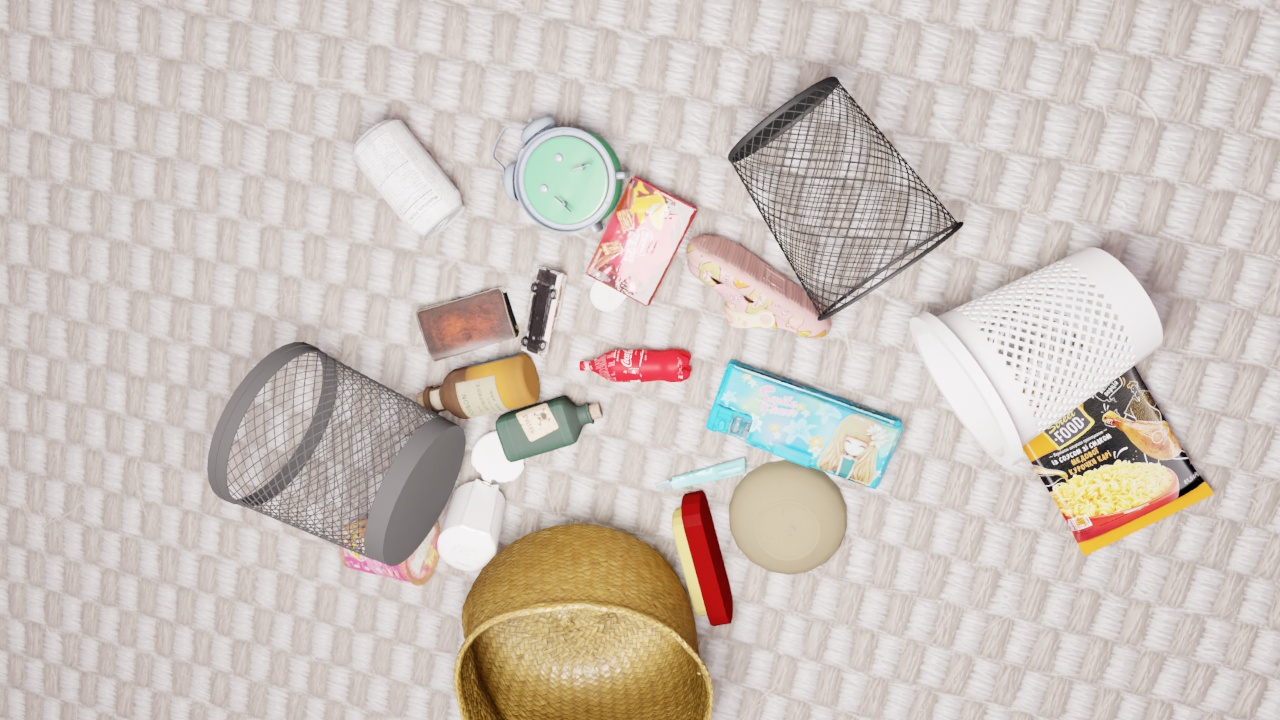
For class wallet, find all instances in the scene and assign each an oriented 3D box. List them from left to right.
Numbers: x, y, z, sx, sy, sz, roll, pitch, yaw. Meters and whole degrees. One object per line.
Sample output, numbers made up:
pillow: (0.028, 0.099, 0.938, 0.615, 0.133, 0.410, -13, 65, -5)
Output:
wallet: (-0.225, -0.047, 1.190, 0.123, 0.019, 0.072, -15, 100, 12)

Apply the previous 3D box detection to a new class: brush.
brush: (0.078, 0.255, 1.177, 0.042, 0.082, 0.173, -13, 100, 12)

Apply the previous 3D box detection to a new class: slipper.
slipper: (0.131, -0.072, 1.094, 0.197, 0.093, 0.082, 32, 116, 0)

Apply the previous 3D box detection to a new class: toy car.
toy car: (-0.120, -0.062, 1.161, 0.039, 0.039, 0.113, 21, 108, 28)

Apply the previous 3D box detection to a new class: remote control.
remote control: (-0.014, -0.119, 1.142, 0.043, 0.013, 0.137, 38, 106, -1)

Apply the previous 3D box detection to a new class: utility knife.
utility knife: (0.077, 0.151, 1.189, 0.126, 0.015, 0.022, -16, 98, 14)

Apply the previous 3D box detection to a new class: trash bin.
trash bin: (-0.364, 0.121, 1.138, 0.227, 0.217, 0.218, 23, 105, 9)
trash bin: (0.215, -0.182, 1.012, 0.184, 0.183, 0.210, -35, 89, 15)
trash bin: (0.440, -0.016, 1.014, 0.200, 0.195, 0.195, -31, 96, 5)

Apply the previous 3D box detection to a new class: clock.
clock: (-0.103, -0.225, 1.101, 0.161, 0.075, 0.122, 29, 106, 3)

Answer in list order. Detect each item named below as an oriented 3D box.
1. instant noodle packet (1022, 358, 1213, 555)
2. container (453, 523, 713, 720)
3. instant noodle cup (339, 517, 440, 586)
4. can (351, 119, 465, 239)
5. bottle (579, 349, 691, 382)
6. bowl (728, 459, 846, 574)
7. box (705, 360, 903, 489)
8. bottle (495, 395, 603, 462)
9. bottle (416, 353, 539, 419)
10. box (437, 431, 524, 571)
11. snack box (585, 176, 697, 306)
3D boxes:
instant noodle packet: (0.549, 0.107, 1.091, 0.160, 0.032, 0.221, -32, 96, 15)
container: (-0.071, 0.358, 1.141, 0.307, 0.196, 0.307, -1, 117, -2)
instant noodle cup: (-0.342, 0.252, 1.246, 0.109, 0.097, 0.098, 0, 103, 17)
can: (-0.285, -0.223, 1.130, 0.078, 0.078, 0.136, -38, 94, 15)
bottle: (-0.007, 0.007, 1.155, 0.142, 0.041, 0.042, 0, 103, 9)
bowl: (0.186, 0.206, 1.164, 0.152, 0.050, 0.152, 2, 103, 9)
box: (0.201, 0.080, 1.138, 0.227, 0.041, 0.094, 20, 105, 4)
bottle: (-0.113, 0.082, 1.177, 0.131, 0.061, 0.061, -17, 97, 5)
bottle: (-0.214, 0.039, 1.184, 0.157, 0.067, 0.068, -13, 100, 12)
box: (-0.205, 0.183, 1.199, 0.083, 0.140, 0.142, 17, 121, -9)
snack box: (0.001, -0.145, 1.115, 0.089, 0.021, 0.133, 28, 104, 3)
